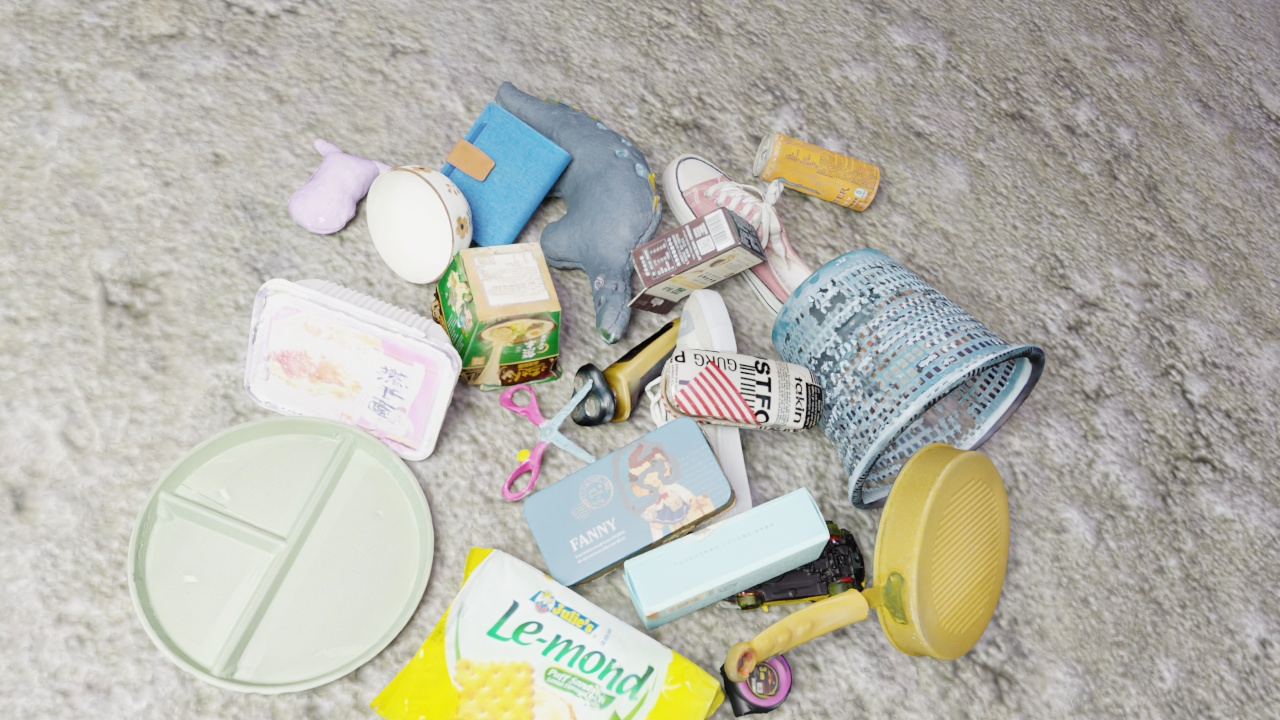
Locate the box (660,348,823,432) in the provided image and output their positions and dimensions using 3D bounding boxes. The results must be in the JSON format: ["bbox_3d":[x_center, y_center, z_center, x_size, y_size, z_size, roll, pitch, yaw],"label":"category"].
[{"bbox_3d":[0.096,0.027,0.823,0.164,0.060,0.072,6,93,-25],"label":"box"}]

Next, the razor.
[{"bbox_3d":[-0.005,0.005,0.909,0.167,0.062,0.067,-40,107,-38],"label":"razor"}]

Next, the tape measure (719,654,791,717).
[{"bbox_3d":[0.100,0.276,0.793,0.057,0.039,0.057,-12,65,-19],"label":"tape measure"}]

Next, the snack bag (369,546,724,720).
[{"bbox_3d":[-0.068,0.271,0.721,0.246,0.068,0.157,31,56,1],"label":"snack bag"}]

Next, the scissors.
[{"bbox_3d":[-0.090,0.066,0.841,0.133,0.017,0.133,33,78,35],"label":"scissors"}]

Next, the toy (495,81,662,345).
[{"bbox_3d":[-0.050,-0.173,0.978,0.137,0.092,0.356,-15,64,-12],"label":"toy"}]

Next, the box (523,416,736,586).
[{"bbox_3d":[-0.013,0.126,0.791,0.184,0.062,0.089,-30,72,-1],"label":"box"}]

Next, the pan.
[{"bbox_3d":[0.213,0.195,0.801,0.356,0.078,0.198,-20,107,-42],"label":"pan"}]

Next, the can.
[{"bbox_3d":[0.215,-0.230,1.118,0.146,0.058,0.058,16,57,-9],"label":"can"}]

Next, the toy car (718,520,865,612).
[{"bbox_3d":[0.133,0.192,0.850,0.155,0.041,0.071,-5,62,-10],"label":"toy car"}]

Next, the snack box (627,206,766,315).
[{"bbox_3d":[0.052,-0.097,0.915,0.126,0.113,0.053,-23,80,19],"label":"snack box"}]

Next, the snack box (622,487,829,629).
[{"bbox_3d":[0.073,0.172,0.792,0.174,0.074,0.051,-21,66,-7],"label":"snack box"}]

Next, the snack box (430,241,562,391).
[{"bbox_3d":[-0.128,-0.048,0.866,0.117,0.106,0.118,-9,65,-24],"label":"snack box"}]

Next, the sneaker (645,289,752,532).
[{"bbox_3d":[0.045,0.047,0.881,0.090,0.090,0.242,0,71,-11],"label":"sneaker"}]

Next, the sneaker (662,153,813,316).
[{"bbox_3d":[0.123,-0.152,1.023,0.118,0.088,0.241,-32,76,-31],"label":"sneaker"}]

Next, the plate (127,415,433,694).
[{"bbox_3d":[-0.285,0.152,0.742,0.230,0.028,0.229,8,59,-14],"label":"plate"}]

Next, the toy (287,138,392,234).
[{"bbox_3d":[-0.309,-0.172,0.918,0.084,0.039,0.107,22,62,-1],"label":"toy"}]

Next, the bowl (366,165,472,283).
[{"bbox_3d":[-0.205,-0.136,0.896,0.113,0.114,0.062,46,38,10],"label":"bowl"}]

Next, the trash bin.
[{"bbox_3d":[0.244,0.003,0.916,0.226,0.227,0.195,-18,55,-27],"label":"trash bin"}]

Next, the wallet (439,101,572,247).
[{"bbox_3d":[-0.149,-0.186,0.945,0.106,0.040,0.133,35,87,4],"label":"wallet"}]

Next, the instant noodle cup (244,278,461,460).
[{"bbox_3d":[-0.243,-0.001,0.793,0.173,0.138,0.060,20,35,-7],"label":"instant noodle cup"}]
